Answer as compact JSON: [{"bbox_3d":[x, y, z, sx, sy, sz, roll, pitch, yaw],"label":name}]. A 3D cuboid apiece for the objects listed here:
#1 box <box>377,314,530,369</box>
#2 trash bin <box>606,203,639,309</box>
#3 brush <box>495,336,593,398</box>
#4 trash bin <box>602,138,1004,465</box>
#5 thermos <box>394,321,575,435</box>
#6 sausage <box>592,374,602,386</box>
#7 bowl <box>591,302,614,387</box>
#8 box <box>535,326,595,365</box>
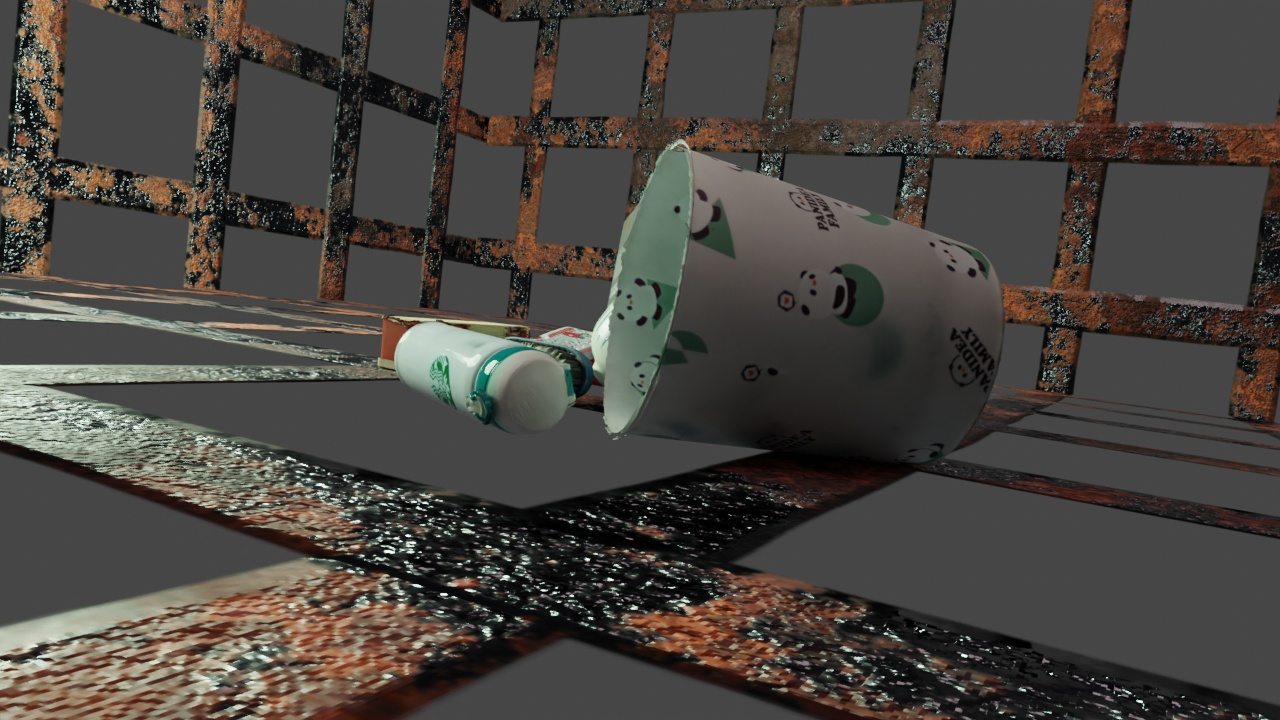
[{"bbox_3d":[-0.209,-0.024,1.058,0.091,0.077,0.168,9,4,37],"label":"box"},{"bbox_3d":[0.052,-0.106,1.319,0.198,0.219,0.199,10,-18,-18],"label":"trash bin"},{"bbox_3d":[-0.100,0.007,0.925,0.144,0.055,0.073,9,5,40],"label":"brush"},{"bbox_3d":[0.119,-0.030,0.716,0.251,0.229,0.229,11,3,-12],"label":"trash bin"},{"bbox_3d":[-0.128,0.012,0.711,0.073,0.073,0.224,5,4,-32],"label":"thermos"},{"bbox_3d":[-0.077,0.017,1.113,0.156,0.020,0.020,8,4,23],"label":"sausage"},{"bbox_3d":[-0.006,0.004,0.921,0.116,0.066,0.116,42,10,-10],"label":"bowl"},{"bbox_3d":[-0.089,-0.009,1.071,0.087,0.047,0.200,7,12,14],"label":"box"}]
